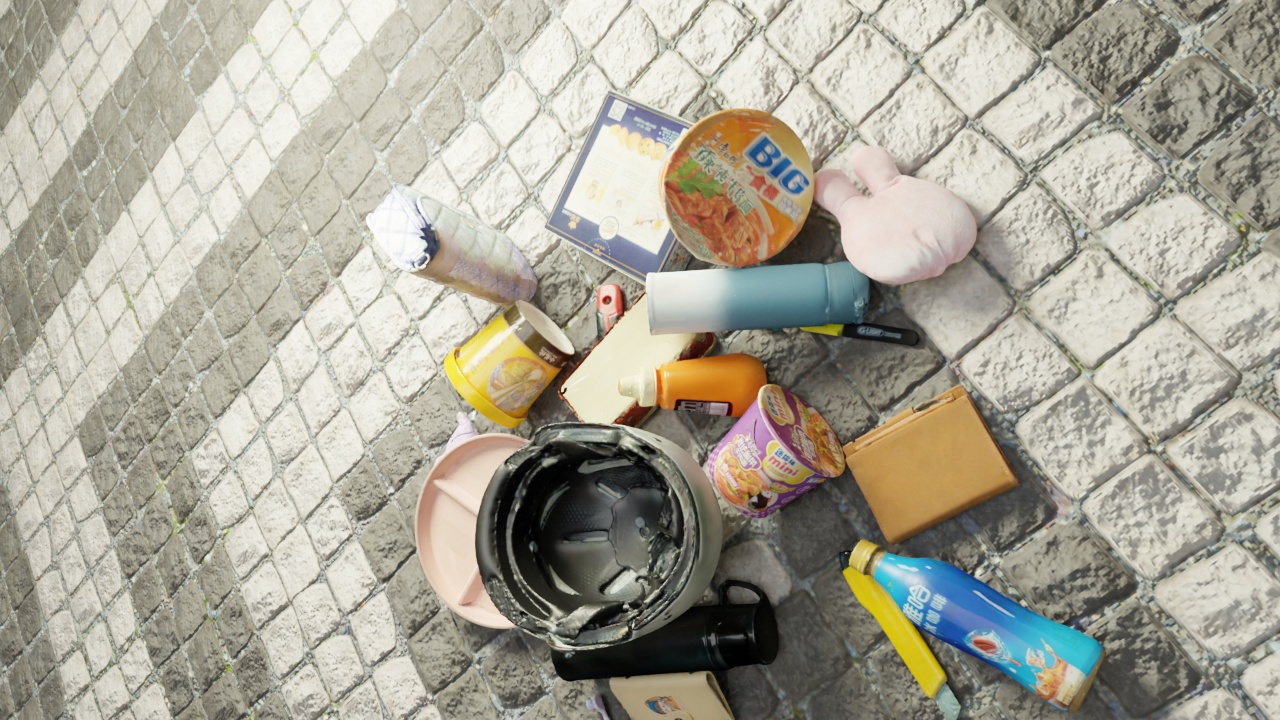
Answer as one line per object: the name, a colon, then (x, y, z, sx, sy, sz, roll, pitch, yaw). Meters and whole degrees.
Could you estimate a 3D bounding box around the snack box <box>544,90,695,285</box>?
snack box: (-0.001, -0.195, 1.051, 0.178, 0.045, 0.182, 32, 101, 31)

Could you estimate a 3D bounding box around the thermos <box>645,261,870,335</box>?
thermos: (0.116, -0.062, 0.910, 0.220, 0.070, 0.070, -3, 81, 6)

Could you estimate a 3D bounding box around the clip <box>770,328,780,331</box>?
clip: (0.125, -0.045, 0.973, 0.057, 0.014, 0.047, 13, 93, 33)

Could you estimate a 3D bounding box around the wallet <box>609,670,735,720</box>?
wallet: (0.035, 0.356, 0.947, 0.115, 0.024, 0.087, -16, 119, 27)

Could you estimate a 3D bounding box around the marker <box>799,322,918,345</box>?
marker: (0.215, -0.031, 0.914, 0.124, 0.015, 0.018, 11, 93, 31)

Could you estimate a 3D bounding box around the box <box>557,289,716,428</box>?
box: (-0.006, 0.006, 0.999, 0.168, 0.075, 0.091, -47, 67, 12)

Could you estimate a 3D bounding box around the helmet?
helmet: (-0.025, 0.177, 0.950, 0.275, 0.156, 0.229, -18, 72, 37)

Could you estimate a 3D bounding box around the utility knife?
utility knife: (0.243, 0.255, 0.860, 0.033, 0.015, 0.180, -43, 65, 25)

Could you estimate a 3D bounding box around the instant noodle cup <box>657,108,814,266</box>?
instant noodle cup: (0.085, -0.176, 0.928, 0.151, 0.151, 0.111, -63, 15, 9)

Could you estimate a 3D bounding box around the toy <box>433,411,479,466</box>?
toy: (-0.224, 0.131, 1.152, 0.084, 0.039, 0.108, 40, 104, 20)

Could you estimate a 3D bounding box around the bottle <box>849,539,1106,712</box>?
bottle: (0.287, 0.222, 0.808, 0.219, 0.065, 0.065, 27, 98, 32)

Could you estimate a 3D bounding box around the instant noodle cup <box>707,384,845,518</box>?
instant noodle cup: (0.127, 0.096, 0.903, 0.099, 0.111, 0.111, -47, 63, 27)

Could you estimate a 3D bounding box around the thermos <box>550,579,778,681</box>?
thermos: (0.024, 0.287, 0.971, 0.243, 0.068, 0.089, -15, 46, 28)

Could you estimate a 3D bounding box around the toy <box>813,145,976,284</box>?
toy: (0.241, -0.140, 0.879, 0.121, 0.054, 0.159, -30, 62, -6)

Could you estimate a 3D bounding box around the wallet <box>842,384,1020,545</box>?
wallet: (0.266, 0.097, 0.857, 0.132, 0.031, 0.107, -34, 71, 23)

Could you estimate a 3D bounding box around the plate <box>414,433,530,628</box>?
plate: (-0.166, 0.201, 1.092, 0.230, 0.028, 0.229, -1, 87, 21)

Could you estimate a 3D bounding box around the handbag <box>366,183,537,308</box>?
handbag: (-0.220, -0.134, 1.091, 0.076, 0.193, 0.134, -46, 63, 15)

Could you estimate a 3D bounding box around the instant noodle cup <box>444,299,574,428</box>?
instant noodle cup: (-0.150, -0.001, 1.082, 0.114, 0.118, 0.118, -45, 63, 10)

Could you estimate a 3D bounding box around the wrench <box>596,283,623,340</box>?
wrench: (-0.036, 0.046, 1.059, 0.056, 0.016, 0.273, -2, 83, 27)

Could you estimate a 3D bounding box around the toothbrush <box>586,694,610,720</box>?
toothbrush: (-0.017, 0.457, 0.994, 0.021, 0.029, 0.189, -20, 71, -11)

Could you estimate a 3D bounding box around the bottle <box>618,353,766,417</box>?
bottle: (0.051, 0.026, 0.941, 0.149, 0.067, 0.066, -1, 81, -6)
